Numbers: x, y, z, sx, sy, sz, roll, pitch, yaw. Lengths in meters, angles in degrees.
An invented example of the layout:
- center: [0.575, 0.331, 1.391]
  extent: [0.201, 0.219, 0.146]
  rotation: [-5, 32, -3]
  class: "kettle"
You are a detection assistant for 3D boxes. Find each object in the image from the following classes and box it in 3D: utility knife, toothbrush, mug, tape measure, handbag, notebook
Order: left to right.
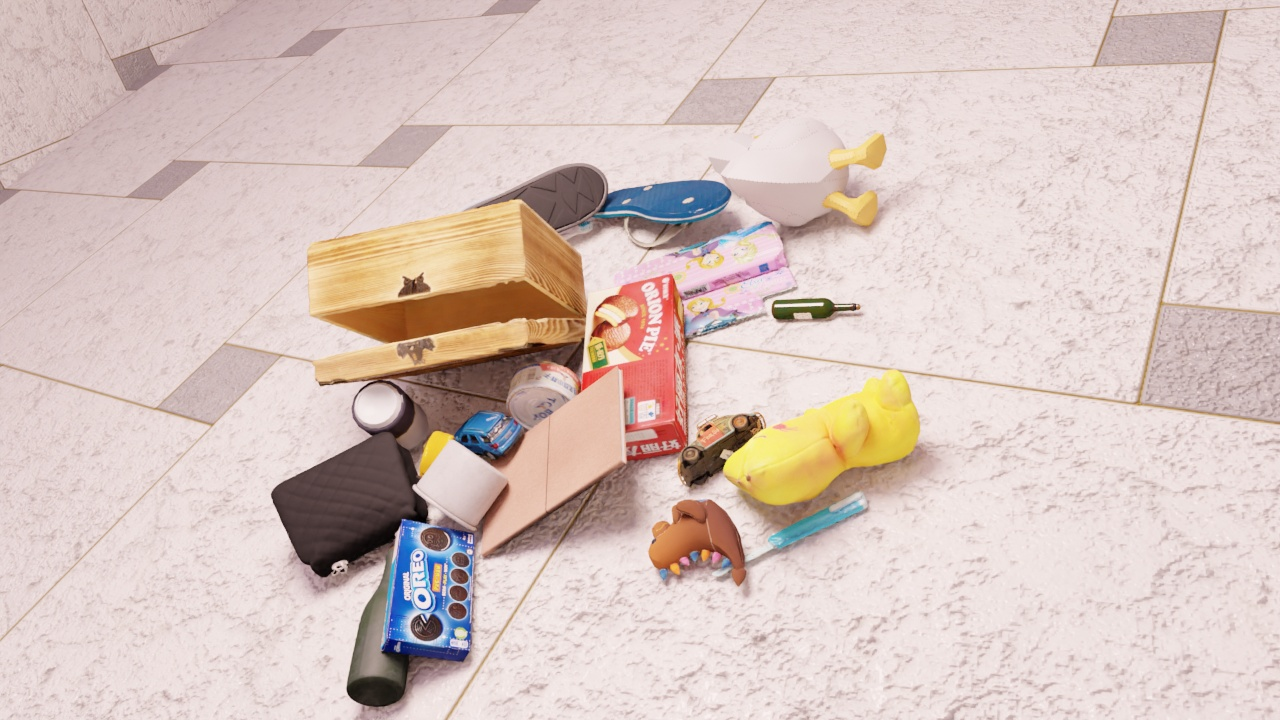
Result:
- center: [-0.323, 0.176, 1.060]
  extent: [0.153, 0.115, 0.125]
  rotation: [-26, 63, -9]
  class: "handbag"
- center: [-0.240, 0.113, 1.074]
  extent: [0.030, 0.059, 0.068]
  rotation: [15, 21, 0]
  class: "tape measure"
- center: [-0.202, 0.137, 1.027]
  extent: [0.070, 0.084, 0.113]
  rotation: [-55, 12, -9]
  class: "mug"
- center: [-0.173, -0.160, 1.388]
  extent: [0.222, 0.026, 0.027]
  rotation: [-26, 62, -4]
  class: "toothbrush"
- center: [-0.096, 0.110, 0.997]
  extent: [0.210, 0.008, 0.141]
  rotation: [-36, 34, 25]
  class: "notebook"
- center: [0.144, 0.168, 0.889]
  extent: [0.169, 0.015, 0.022]
  rotation: [-25, 30, -3]
  class: "utility knife"

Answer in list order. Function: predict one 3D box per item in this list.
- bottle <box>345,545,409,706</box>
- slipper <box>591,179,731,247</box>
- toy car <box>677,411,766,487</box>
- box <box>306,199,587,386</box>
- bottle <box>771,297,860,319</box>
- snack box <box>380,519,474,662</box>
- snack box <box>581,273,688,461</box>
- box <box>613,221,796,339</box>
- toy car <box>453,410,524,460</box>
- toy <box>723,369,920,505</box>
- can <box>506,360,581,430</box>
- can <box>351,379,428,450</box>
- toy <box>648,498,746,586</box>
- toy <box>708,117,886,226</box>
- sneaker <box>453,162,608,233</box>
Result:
- center: [-0.259, 0.262, 0.939]
  extent: [0.055, 0.055, 0.173]
  rotation: [-16, 39, 7]
  class: "bottle"
- center: [0.030, -0.216, 1.338]
  extent: [0.118, 0.060, 0.295]
  rotation: [-39, 29, -27]
  class: "slipper"
- center: [0.080, 0.087, 0.982]
  extent: [0.111, 0.047, 0.047]
  rotation: [-31, 41, -13]
  class: "toy car"
- center: [-0.227, -0.061, 1.149]
  extent: [0.279, 0.247, 0.176]
  rotation: [-11, 80, 13]
  class: "box"
- center: [0.211, -0.063, 1.106]
  extent: [0.106, 0.025, 0.025]
  rotation: [-1, 44, 24]
  class: "bottle"
- center: [-0.215, 0.232, 0.937]
  extent: [0.082, 0.027, 0.150]
  rotation: [16, 35, -20]
  class: "snack box"
- center: [-0.006, 0.006, 1.086]
  extent: [0.113, 0.060, 0.235]
  rotation: [-12, 47, 14]
  class: "snack box"
- center: [0.082, -0.097, 1.199]
  extent: [0.230, 0.035, 0.159]
  rotation: [-18, 40, 7]
  class: "box"
- center: [-0.184, 0.084, 1.090]
  extent: [0.120, 0.043, 0.056]
  rotation: [-5, 41, 55]
  class: "toy car"
- center: [0.182, 0.086, 0.910]
  extent: [0.193, 0.087, 0.134]
  rotation: [-25, -3, -10]
  class: "toy"
- center: [-0.114, 0.044, 1.089]
  extent: [0.086, 0.086, 0.043]
  rotation: [-9, 43, 15]
  class: "can"
- center: [-0.301, 0.071, 1.119]
  extent: [0.064, 0.127, 0.064]
  rotation: [-1, 71, 4]
  class: "can"
- center: [0.055, 0.186, 0.888]
  extent: [0.090, 0.070, 0.103]
  rotation: [-36, 52, 10]
  class: "toy"
- center: [0.191, -0.259, 1.241]
  extent: [0.268, 0.141, 0.246]
  rotation: [18, 25, 33]
  class: "toy"
- center: [-0.176, -0.225, 1.406]
  extent: [0.256, 0.093, 0.160]
  rotation: [-25, 12, -6]
  class: "sneaker"
